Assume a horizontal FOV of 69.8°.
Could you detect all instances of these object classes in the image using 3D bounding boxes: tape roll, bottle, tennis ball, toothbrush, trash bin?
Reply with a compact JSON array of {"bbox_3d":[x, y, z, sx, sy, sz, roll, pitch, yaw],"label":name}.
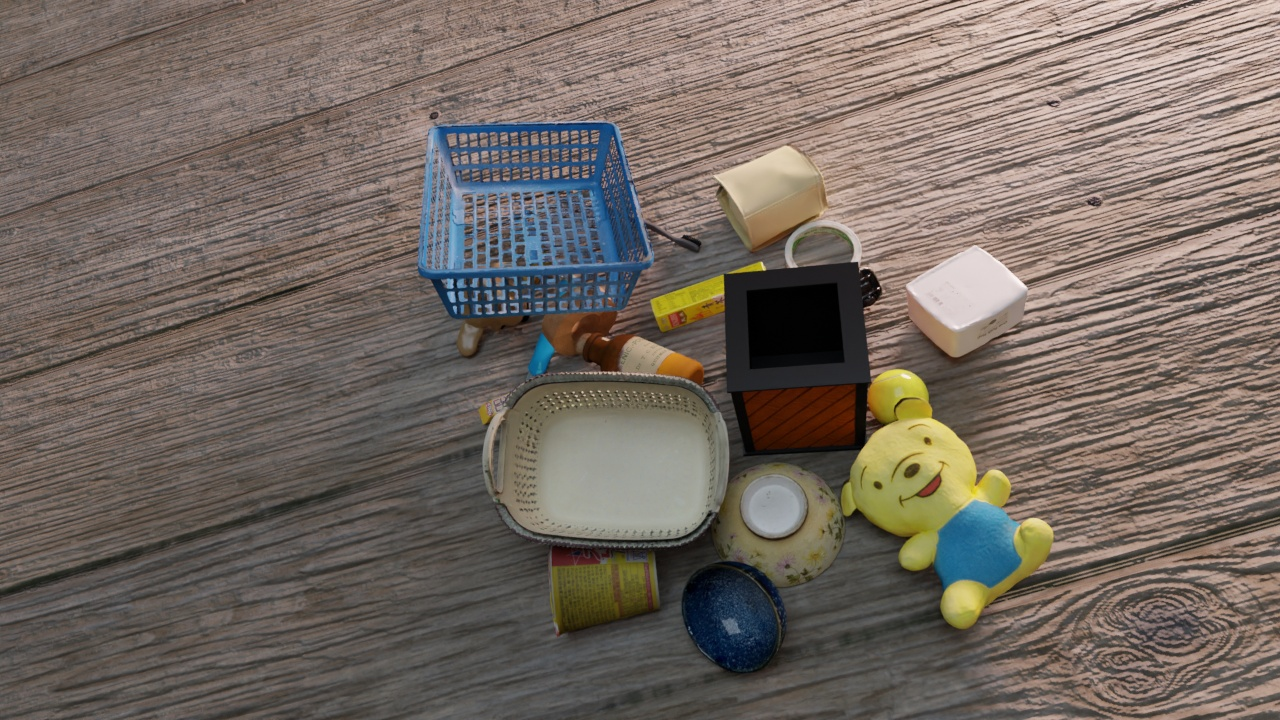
[{"bbox_3d":[-0.075,-0.050,1.134,0.094,0.094,0.027,-36,61,-7],"label":"tape roll"},{"bbox_3d":[-0.007,0.006,1.104,0.157,0.068,0.067,23,70,23],"label":"bottle"},{"bbox_3d":[0.229,-0.133,1.153,0.094,0.018,0.093,-6,61,10],"label":"tape roll"},{"bbox_3d":[0.286,0.042,1.019,0.065,0.065,0.065,-5,62,10],"label":"tennis ball"},{"bbox_3d":[0.009,-0.181,1.232,0.167,0.013,0.013,25,63,23],"label":"toothbrush"},{"bbox_3d":[0.172,0.004,1.004,0.140,0.172,0.139,-4,62,10],"label":"trash bin"}]

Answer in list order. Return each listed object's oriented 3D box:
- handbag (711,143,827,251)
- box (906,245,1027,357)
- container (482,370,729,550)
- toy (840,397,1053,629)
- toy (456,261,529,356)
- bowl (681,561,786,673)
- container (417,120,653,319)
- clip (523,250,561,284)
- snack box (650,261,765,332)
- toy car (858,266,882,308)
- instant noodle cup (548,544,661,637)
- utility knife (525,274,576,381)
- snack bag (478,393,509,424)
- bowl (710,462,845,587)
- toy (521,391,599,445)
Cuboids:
[{"bbox_3d":[0.168,-0.216,1.179,0.119,0.081,0.111,-27,53,0],"label":"handbag"},{"bbox_3d":[0.375,-0.057,1.070,0.107,0.095,0.102,-28,49,-9],"label":"box"},{"bbox_3d":[-0.029,0.112,0.991,0.252,0.143,0.184,1,77,8],"label":"container"},{"bbox_3d":[0.306,0.155,0.946,0.149,0.084,0.214,-38,59,-5],"label":"toy"},{"bbox_3d":[-0.192,-0.081,1.176,0.106,0.108,0.134,13,64,-6],"label":"toy"},{"bbox_3d":[0.105,0.254,0.943,0.114,0.060,0.114,9,106,33],"label":"bowl"},{"bbox_3d":[-0.135,-0.178,1.138,0.257,0.089,0.361,-3,40,-7],"label":"container"},{"bbox_3d":[-0.134,-0.124,1.227,0.046,0.048,0.054,-22,58,-28],"label":"clip"},{"bbox_3d":[0.088,-0.079,1.143,0.148,0.040,0.029,-19,60,3],"label":"snack box"},{"bbox_3d":[0.235,-0.071,1.105,0.113,0.040,0.048,-30,100,3],"label":"toy car"},{"bbox_3d":[-0.038,0.236,0.981,0.112,0.100,0.100,-7,61,-1],"label":"instant noodle cup"},{"bbox_3d":[-0.115,-0.038,1.183,0.031,0.015,0.174,12,68,22],"label":"utility knife"},{"bbox_3d":[-0.154,0.051,1.142,0.099,0.020,0.026,-21,59,1],"label":"snack bag"},{"bbox_3d":[0.145,0.167,0.987,0.145,0.063,0.145,-6,62,10],"label":"bowl"},{"bbox_3d":[-0.096,0.066,1.105,0.118,0.043,0.092,-18,74,7],"label":"toy"}]
